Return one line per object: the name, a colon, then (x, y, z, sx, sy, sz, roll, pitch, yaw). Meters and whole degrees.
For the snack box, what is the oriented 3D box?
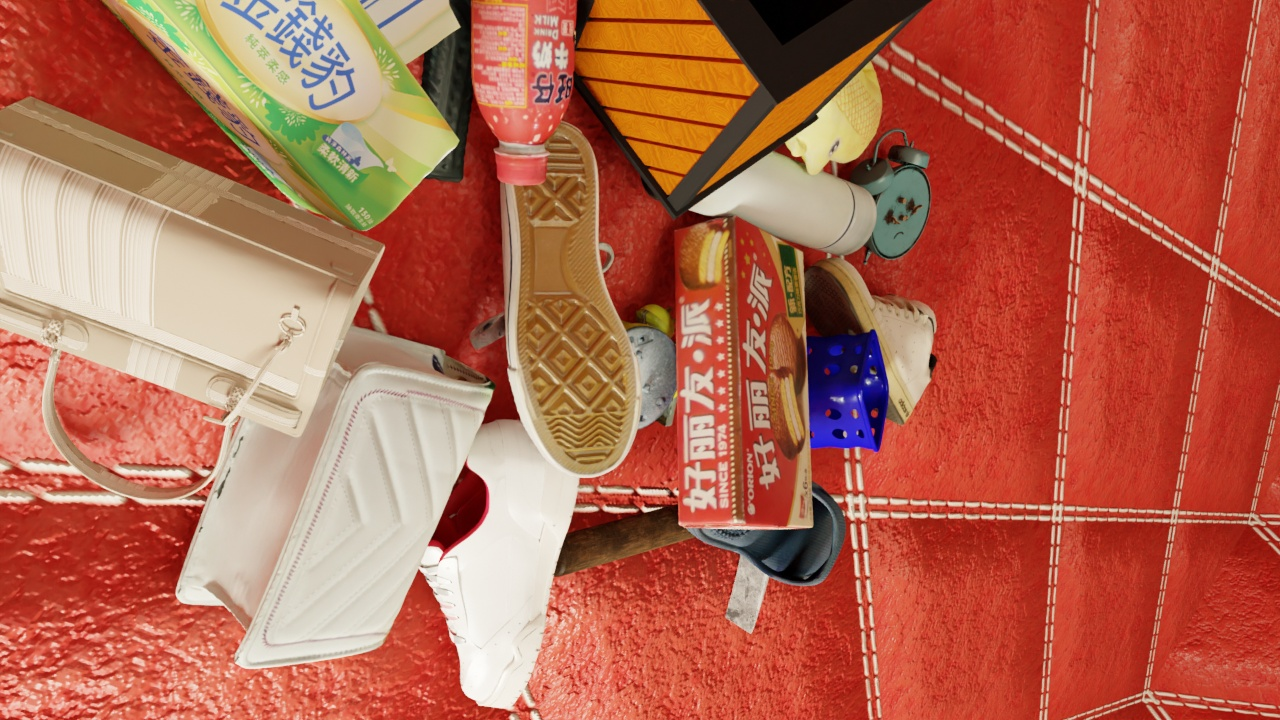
snack box: (0.082, 0.014, 0.727, 0.113, 0.060, 0.236, 16, 70, -51)

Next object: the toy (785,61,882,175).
toy: (0.147, -0.225, 0.741, 0.170, 0.065, 0.154, 30, 64, -45)

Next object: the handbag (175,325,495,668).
handbag: (-0.186, 0.081, 0.582, 0.141, 0.096, 0.198, 19, 95, -59)

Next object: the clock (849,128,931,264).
clock: (0.230, -0.155, 0.859, 0.089, 0.053, 0.124, -28, 125, -30)

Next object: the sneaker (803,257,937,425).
sneaker: (0.240, -0.032, 0.896, 0.102, 0.089, 0.241, -45, 137, -5)

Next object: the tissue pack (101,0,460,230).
tissue pack: (-0.172, -0.186, 0.465, 0.141, 0.120, 0.198, -49, 139, -15)

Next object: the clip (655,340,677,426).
clip: (0.022, 0.017, 0.779, 0.061, 0.023, 0.076, 22, 96, -45)

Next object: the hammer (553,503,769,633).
hammer: (0.027, 0.180, 0.825, 0.299, 0.037, 0.218, -6, 112, -45)

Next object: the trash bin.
trash bin: (0.057, -0.207, 0.564, 0.139, 0.172, 0.139, -37, 90, -19)

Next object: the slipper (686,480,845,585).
slipper: (0.138, 0.154, 0.839, 0.263, 0.083, 0.101, 31, 83, -48)

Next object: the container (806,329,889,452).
container: (0.153, 0.028, 0.817, 0.084, 0.114, 0.084, 65, 34, -37)

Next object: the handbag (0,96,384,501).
handbag: (-0.253, -0.005, 0.478, 0.175, 0.062, 0.198, 23, 118, -12)

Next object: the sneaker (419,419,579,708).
sneaker: (-0.123, 0.152, 0.681, 0.104, 0.090, 0.237, 8, 112, -21)

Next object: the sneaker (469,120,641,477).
sneaker: (-0.060, -0.040, 0.637, 0.118, 0.088, 0.241, -7, 91, -21)

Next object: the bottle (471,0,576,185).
bottle: (-0.070, -0.175, 0.547, 0.061, 0.062, 0.138, -14, 119, -36)

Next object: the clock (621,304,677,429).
clock: (-0.004, 0.004, 0.721, 0.118, 0.057, 0.083, -22, 116, -29)

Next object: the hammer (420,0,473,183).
hammer: (-0.098, -0.266, 0.545, 0.130, 0.032, 0.319, -1, 109, -41)

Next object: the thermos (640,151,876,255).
thermos: (0.103, -0.137, 0.749, 0.229, 0.068, 0.068, 7, 103, -43)
